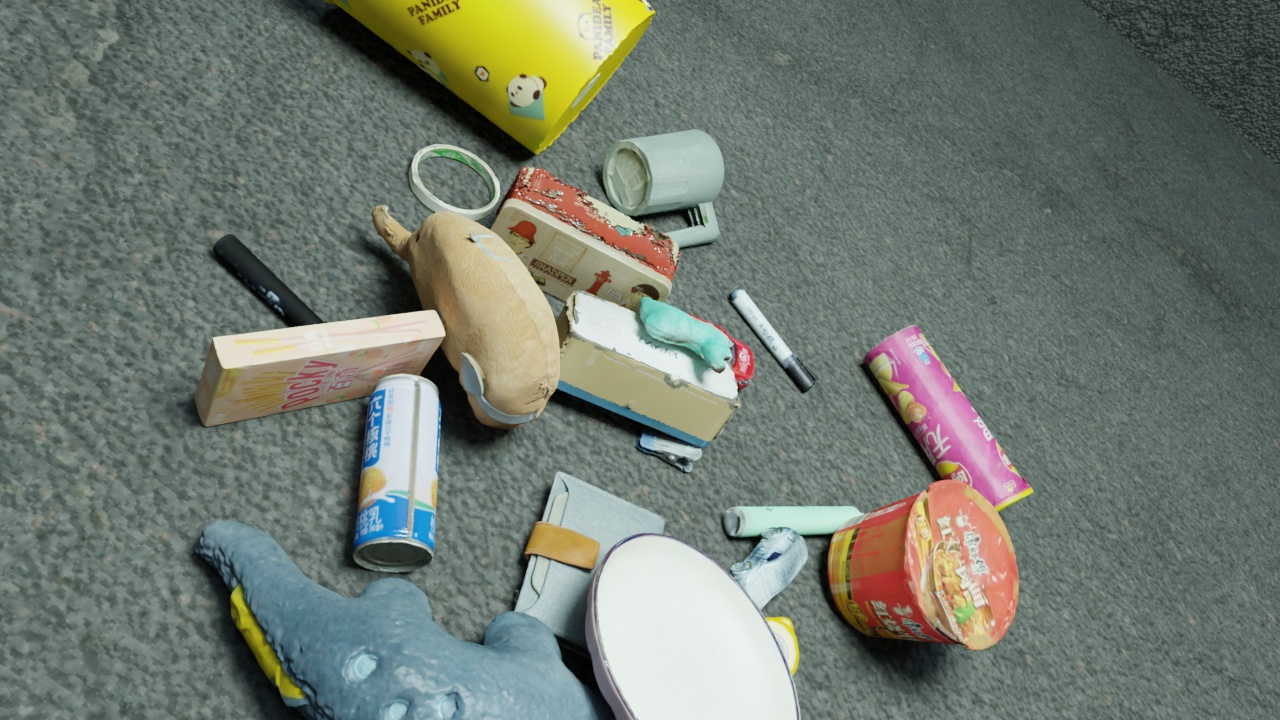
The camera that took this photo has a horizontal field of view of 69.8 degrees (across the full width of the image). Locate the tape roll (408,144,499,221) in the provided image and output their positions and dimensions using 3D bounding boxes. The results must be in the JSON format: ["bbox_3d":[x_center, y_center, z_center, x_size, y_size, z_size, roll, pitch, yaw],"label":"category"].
[{"bbox_3d":[-0.175,-0.168,0.864,0.085,0.014,0.085,17,50,-22],"label":"tape roll"}]

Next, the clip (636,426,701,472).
[{"bbox_3d":[0.025,0.078,0.807,0.057,0.029,0.024,26,41,-6],"label":"clip"}]

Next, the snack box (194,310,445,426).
[{"bbox_3d":[-0.225,0.004,0.651,0.157,0.085,0.026,-12,68,-39],"label":"snack box"}]

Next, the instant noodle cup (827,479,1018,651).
[{"bbox_3d":[0.238,0.179,0.791,0.137,0.109,0.137,12,67,-31],"label":"instant noodle cup"}]

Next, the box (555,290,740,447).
[{"bbox_3d":[-0.005,0.005,0.802,0.184,0.060,0.089,23,30,-15],"label":"box"}]

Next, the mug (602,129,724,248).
[{"bbox_3d":[0.029,-0.178,0.970,0.103,0.084,0.124,-17,93,-39],"label":"mug"}]

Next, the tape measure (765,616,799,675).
[{"bbox_3d":[0.095,0.233,0.728,0.060,0.029,0.057,-1,60,-14],"label":"tape measure"}]

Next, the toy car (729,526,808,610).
[{"bbox_3d":[0.108,0.175,0.767,0.090,0.034,0.043,-33,115,-43],"label":"toy car"}]

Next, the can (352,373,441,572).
[{"bbox_3d":[-0.171,0.078,0.652,0.053,0.053,0.134,13,51,-25],"label":"can"}]

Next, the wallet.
[{"bbox_3d":[-0.037,0.155,0.695,0.106,0.037,0.129,28,46,-14],"label":"wallet"}]

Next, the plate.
[{"bbox_3d":[0.032,0.213,0.643,0.192,0.039,0.192,34,30,-23],"label":"plate"}]

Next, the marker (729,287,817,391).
[{"bbox_3d":[0.138,-0.023,0.957,0.130,0.022,0.018,54,3,11],"label":"marker"}]

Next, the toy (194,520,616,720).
[{"bbox_3d":[-0.120,0.208,0.573,0.356,0.091,0.137,28,19,-15],"label":"toy"}]

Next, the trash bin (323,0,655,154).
[{"bbox_3d":[-0.140,-0.355,0.894,0.255,0.230,0.228,41,45,-9],"label":"trash bin"}]

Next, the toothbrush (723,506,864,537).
[{"bbox_3d":[0.173,0.147,0.846,0.224,0.027,0.026,5,91,-30],"label":"toothbrush"}]

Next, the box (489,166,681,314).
[{"bbox_3d":[-0.051,-0.107,0.844,0.168,0.092,0.076,26,50,-15],"label":"box"}]

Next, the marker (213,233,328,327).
[{"bbox_3d":[-0.272,-0.047,0.704,0.132,0.020,0.022,42,47,1],"label":"marker"}]

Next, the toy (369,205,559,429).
[{"bbox_3d":[-0.136,-0.052,0.712,0.082,0.144,0.226,-20,69,-36],"label":"toy"}]

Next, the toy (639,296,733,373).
[{"bbox_3d":[0.043,-0.021,0.793,0.092,0.030,0.096,21,22,-16],"label":"toy"}]

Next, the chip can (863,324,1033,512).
[{"bbox_3d":[0.322,0.067,0.974,0.071,0.072,0.210,-13,66,-39],"label":"chip can"}]

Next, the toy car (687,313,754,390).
[{"bbox_3d":[0.058,-0.011,0.879,0.120,0.045,0.052,23,49,-20],"label":"toy car"}]
